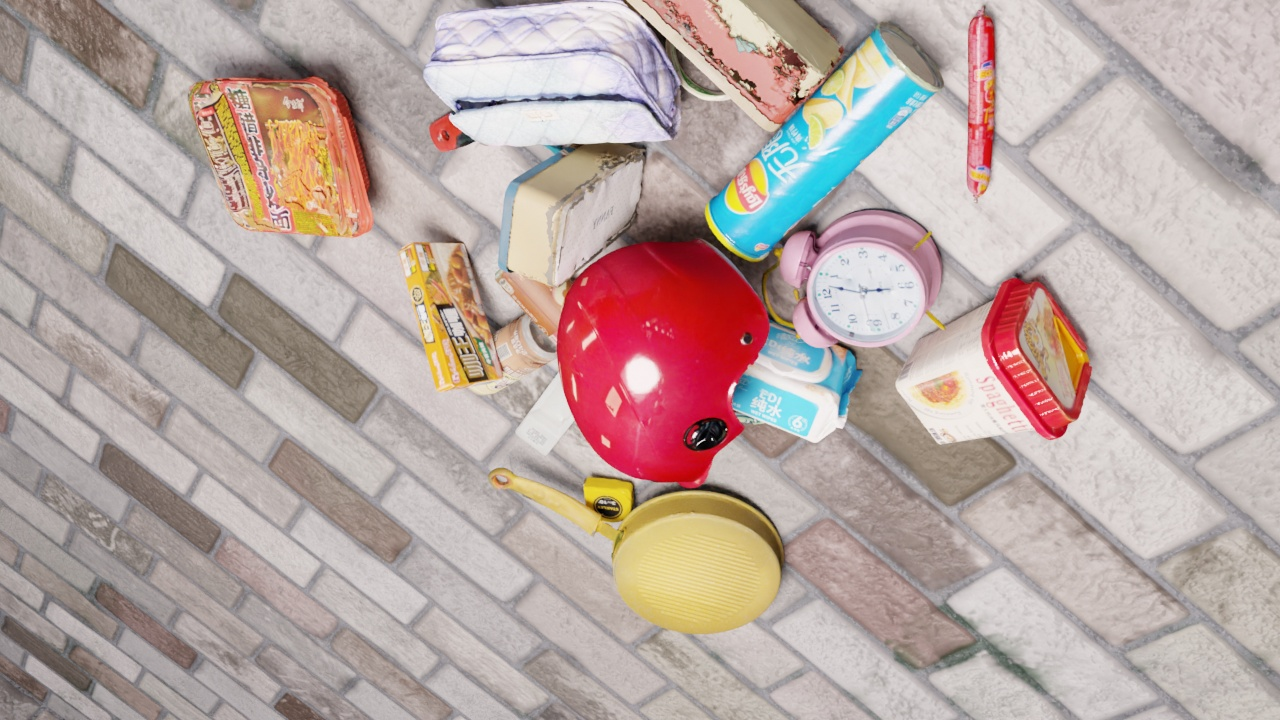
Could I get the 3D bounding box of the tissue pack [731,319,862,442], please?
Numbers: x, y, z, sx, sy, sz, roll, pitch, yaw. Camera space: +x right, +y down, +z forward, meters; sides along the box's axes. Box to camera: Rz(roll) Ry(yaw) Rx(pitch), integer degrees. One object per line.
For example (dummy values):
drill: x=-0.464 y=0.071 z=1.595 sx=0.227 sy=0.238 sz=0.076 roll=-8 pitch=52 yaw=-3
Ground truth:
tissue pack: x=0.135 y=0.012 z=0.870 sx=0.140 sy=0.089 sz=0.063 roll=22 pitch=132 yaw=9

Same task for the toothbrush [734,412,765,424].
toothbrush: x=0.113 y=0.063 z=0.959 sx=0.192 sy=0.018 sz=0.016 roll=0 pitch=121 yaw=24

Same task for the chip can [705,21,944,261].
chip can: x=0.145 y=-0.173 z=0.755 sx=0.071 sy=0.071 sz=0.211 roll=42 pitch=128 yaw=-6

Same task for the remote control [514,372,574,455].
remote control: x=-0.097 y=0.058 z=1.047 sx=0.049 sy=0.024 sz=0.125 roll=37 pitch=129 yaw=-2

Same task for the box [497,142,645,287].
box: x=-0.059 y=-0.132 z=0.803 sx=0.060 sy=0.183 sz=0.090 roll=23 pitch=124 yaw=16

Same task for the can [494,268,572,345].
can: x=-0.082 y=-0.051 z=0.945 sx=0.147 sy=0.057 sz=0.058 roll=47 pitch=127 yaw=-10

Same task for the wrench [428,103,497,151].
wrench: x=-0.093 y=-0.240 z=0.846 sx=0.274 sy=0.016 sz=0.056 roll=-7 pitch=116 yaw=31

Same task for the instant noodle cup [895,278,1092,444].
instant noodle cup: x=0.300 y=0.009 z=0.790 sx=0.116 sy=0.116 sz=0.124 roll=50 pitch=139 yaw=-13

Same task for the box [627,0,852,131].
box: x=0.073 y=-0.265 z=0.694 sx=0.168 sy=0.091 sz=0.076 roll=41 pitch=131 yaw=-6

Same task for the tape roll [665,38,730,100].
tape roll: x=0.064 y=-0.262 z=0.769 sx=0.086 sy=0.013 sz=0.086 roll=12 pitch=125 yaw=17

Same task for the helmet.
helmet: x=-0.005 y=0.005 z=0.827 sx=0.143 sy=0.207 sz=0.240 roll=1 pitch=118 yaw=-25

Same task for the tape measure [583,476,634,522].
tape measure: x=-0.036 y=0.163 z=1.084 sx=0.060 sy=0.028 sz=0.057 roll=4 pitch=123 yaw=12

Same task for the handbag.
handbag: x=-0.075 y=-0.228 z=0.760 sx=0.194 sy=0.075 sz=0.134 roll=5 pitch=166 yaw=26

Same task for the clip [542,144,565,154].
clip: x=-0.075 y=-0.193 z=0.877 sx=0.054 sy=0.013 sz=0.033 roll=14 pitch=127 yaw=15

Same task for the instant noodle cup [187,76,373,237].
instant noodle cup: x=-0.356 y=-0.215 z=0.945 sx=0.189 sy=0.078 sz=0.165 roll=8 pitch=124 yaw=21

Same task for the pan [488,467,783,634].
pan: x=-0.010 y=0.203 z=1.058 sx=0.357 sy=0.078 sz=0.198 roll=17 pitch=122 yaw=-5

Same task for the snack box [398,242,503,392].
snack box: x=-0.196 y=-0.047 z=0.950 sx=0.026 sy=0.075 sz=0.153 roll=-20 pitch=84 yaw=35

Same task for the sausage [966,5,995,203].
sausage: x=0.267 y=-0.197 z=0.719 sx=0.020 sy=0.020 sz=0.156 roll=3 pitch=123 yaw=22

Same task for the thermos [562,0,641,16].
thermos: x=-0.042 y=-0.339 z=0.724 sx=0.093 sy=0.092 sz=0.143 roll=2 pitch=131 yaw=22

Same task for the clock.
clock: x=0.185 y=-0.067 z=0.816 sx=0.159 sy=0.059 sz=0.117 roll=-4 pitch=119 yaw=28

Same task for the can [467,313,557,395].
can: x=-0.142 y=-0.007 z=1.000 sx=0.117 sy=0.058 sz=0.058 roll=-28 pitch=107 yaw=35
